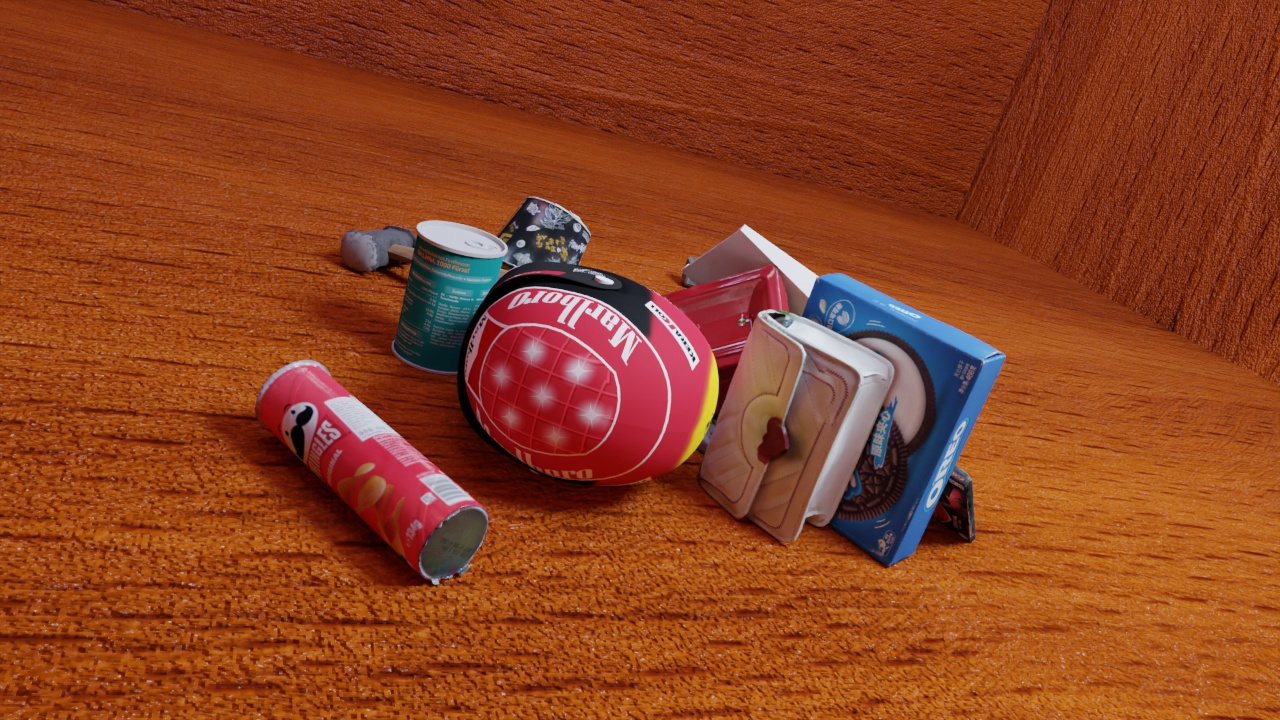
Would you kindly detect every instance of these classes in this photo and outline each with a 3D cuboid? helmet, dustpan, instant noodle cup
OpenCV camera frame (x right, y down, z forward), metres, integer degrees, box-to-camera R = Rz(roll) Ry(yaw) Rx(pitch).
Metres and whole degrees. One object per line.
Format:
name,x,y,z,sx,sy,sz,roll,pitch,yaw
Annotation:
helmet,-0.062,0.009,0.872,0.271,0.198,0.224,23,14,13
dustpan,0.194,-0.066,1.165,0.257,0.053,0.192,44,-19,-7
instant noodle cup,-0.140,-0.152,1.263,0.137,0.112,0.137,27,-11,6

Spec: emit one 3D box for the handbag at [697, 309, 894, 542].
handbag,0.143,0.063,0.909,0.142,0.199,0.096,30,26,31

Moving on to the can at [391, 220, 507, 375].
can,-0.214,-0.070,1.025,0.099,0.144,0.099,16,21,-6

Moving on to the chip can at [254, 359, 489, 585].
chip can,-0.218,0.085,0.739,0.233,0.073,0.073,32,25,31

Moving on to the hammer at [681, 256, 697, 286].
hammer,0.146,-0.087,1.502,0.117,0.051,0.322,13,24,-12

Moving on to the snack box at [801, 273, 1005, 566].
snack box,0.230,0.056,0.936,0.056,0.239,0.195,-9,34,-45

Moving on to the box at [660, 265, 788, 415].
box,0.120,0.003,1.098,0.158,0.156,0.146,-13,54,21

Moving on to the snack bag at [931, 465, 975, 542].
snack bag,0.322,0.142,0.979,0.074,0.018,0.155,35,-14,36

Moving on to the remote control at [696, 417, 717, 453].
remote control,0.120,0.088,1.075,0.150,0.019,0.074,-6,31,-46

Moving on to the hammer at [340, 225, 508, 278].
hammer,-0.238,-0.122,1.193,0.329,0.052,0.097,15,18,22
